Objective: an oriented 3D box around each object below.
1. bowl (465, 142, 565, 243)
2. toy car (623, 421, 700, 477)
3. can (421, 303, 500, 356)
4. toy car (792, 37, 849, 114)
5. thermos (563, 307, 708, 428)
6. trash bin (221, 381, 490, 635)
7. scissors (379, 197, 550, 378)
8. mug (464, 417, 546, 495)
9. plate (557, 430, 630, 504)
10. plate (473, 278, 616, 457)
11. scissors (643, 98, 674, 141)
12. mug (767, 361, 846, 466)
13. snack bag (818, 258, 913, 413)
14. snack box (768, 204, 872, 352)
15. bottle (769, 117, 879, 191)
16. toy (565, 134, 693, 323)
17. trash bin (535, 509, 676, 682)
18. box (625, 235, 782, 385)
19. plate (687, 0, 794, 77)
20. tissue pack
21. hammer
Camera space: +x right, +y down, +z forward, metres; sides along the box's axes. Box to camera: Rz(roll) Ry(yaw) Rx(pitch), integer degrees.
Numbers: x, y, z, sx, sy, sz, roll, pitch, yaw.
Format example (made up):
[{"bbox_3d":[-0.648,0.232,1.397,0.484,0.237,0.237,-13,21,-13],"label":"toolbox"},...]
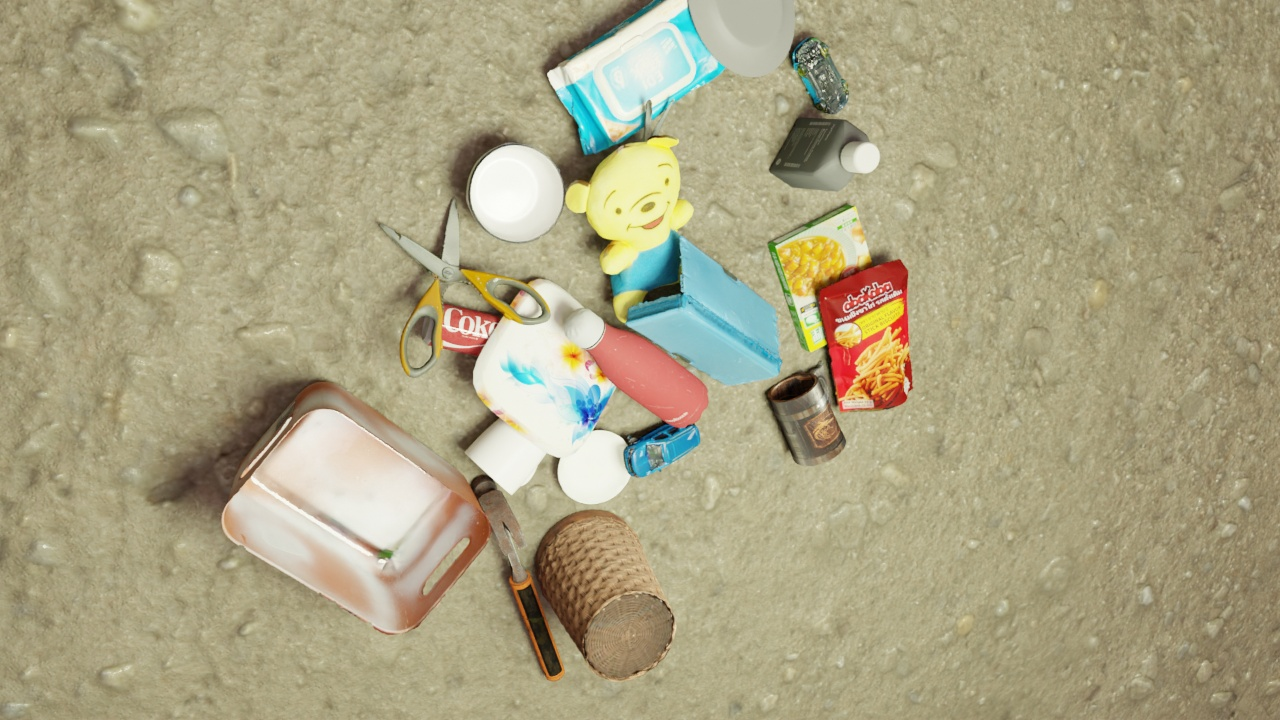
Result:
[{"bbox_3d":[-0.153,-0.199,1.087,0.116,0.066,0.116,-5,106,-19],"label":"bowl"},{"bbox_3d":[0.030,0.116,1.237,0.120,0.044,0.056,-25,113,-32],"label":"toy car"},{"bbox_3d":[-0.213,-0.036,1.117,0.096,0.054,0.054,13,99,-23],"label":"can"},{"bbox_3d":[0.233,-0.371,1.199,0.048,0.032,0.105,-44,119,-5],"label":"toy car"},{"bbox_3d":[-0.007,0.007,1.162,0.239,0.073,0.073,36,90,-40],"label":"thermos"},{"bbox_3d":[-0.327,0.166,1.074,0.259,0.157,0.181,40,88,-23],"label":"trash bin"},{"bbox_3d":[-0.222,-0.077,1.076,0.225,0.016,0.228,32,74,-8],"label":"scissors"},{"bbox_3d":[-0.157,0.119,1.174,0.087,0.081,0.114,-48,146,-11],"label":"mug"},{"bbox_3d":[-0.064,0.140,1.233,0.104,0.026,0.104,-6,107,-19],"label":"plate"},{"bbox_3d":[-0.105,0.010,1.142,0.187,0.016,0.186,42,63,-28],"label":"plate"},{"bbox_3d":[-0.006,-0.246,1.121,0.147,0.014,0.142,-32,146,-2],"label":"scissors"},{"bbox_3d":[0.245,0.073,1.307,0.115,0.080,0.107,-42,116,-36],"label":"mug"},{"bbox_3d":[0.321,-0.031,1.298,0.138,0.066,0.208,-18,114,-10],"label":"snack bag"},{"bbox_3d":[0.263,-0.114,1.282,0.132,0.027,0.168,-27,112,-11],"label":"snack box"},{"bbox_3d":[0.237,-0.258,1.153,0.046,0.174,0.084,28,93,-24],"label":"bottle"},{"bbox_3d":[-0.004,-0.168,1.121,0.148,0.084,0.214,-34,132,-16],"label":"toy"},{"bbox_3d":[-0.040,0.302,1.185,0.151,0.210,0.151,-6,106,-19],"label":"trash bin"},{"bbox_3d":[0.087,-0.059,1.185,0.231,0.094,0.112,29,56,-44],"label":"box"},{"bbox_3d":[0.129,-0.438,1.119,0.178,0.012,0.178,0,90,-36],"label":"plate"},{"bbox_3d":[-0.005,-0.347,1.104,0.209,0.066,0.117,-35,113,-6],"label":"tissue pack"},{"bbox_3d":[-0.148,0.310,1.208,0.035,0.138,0.315,-23,119,-16],"label":"hammer"}]
